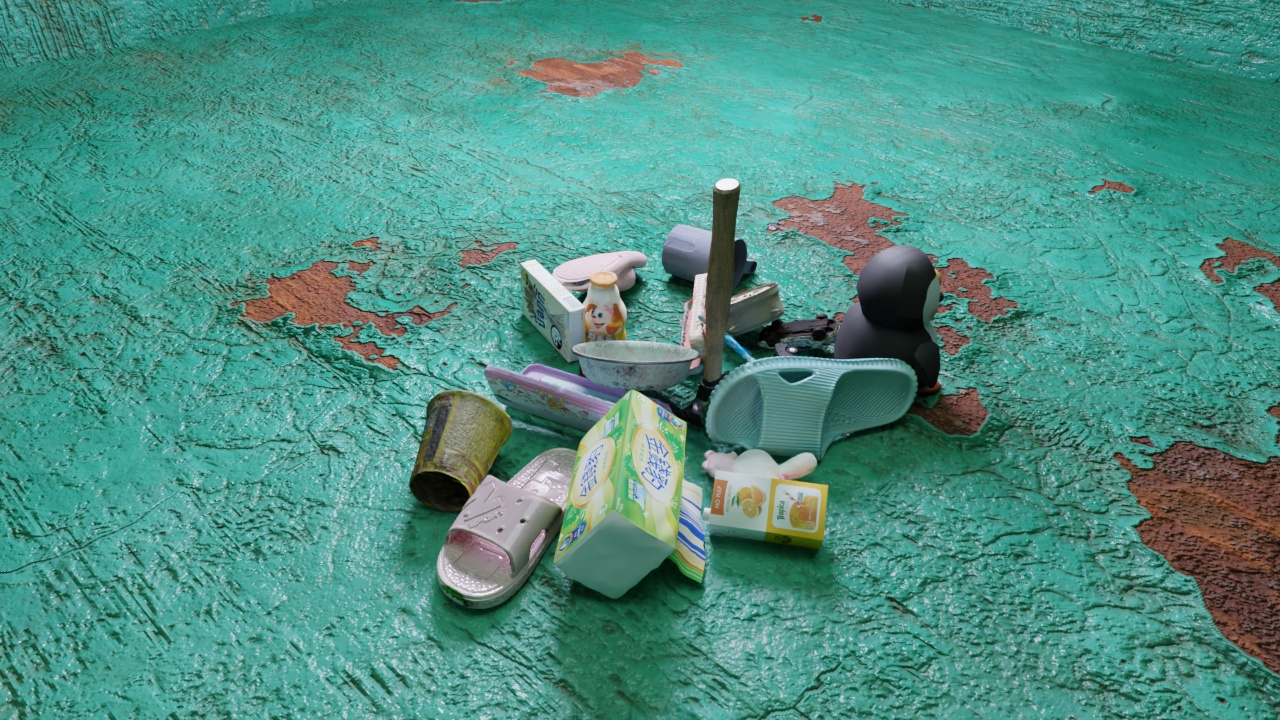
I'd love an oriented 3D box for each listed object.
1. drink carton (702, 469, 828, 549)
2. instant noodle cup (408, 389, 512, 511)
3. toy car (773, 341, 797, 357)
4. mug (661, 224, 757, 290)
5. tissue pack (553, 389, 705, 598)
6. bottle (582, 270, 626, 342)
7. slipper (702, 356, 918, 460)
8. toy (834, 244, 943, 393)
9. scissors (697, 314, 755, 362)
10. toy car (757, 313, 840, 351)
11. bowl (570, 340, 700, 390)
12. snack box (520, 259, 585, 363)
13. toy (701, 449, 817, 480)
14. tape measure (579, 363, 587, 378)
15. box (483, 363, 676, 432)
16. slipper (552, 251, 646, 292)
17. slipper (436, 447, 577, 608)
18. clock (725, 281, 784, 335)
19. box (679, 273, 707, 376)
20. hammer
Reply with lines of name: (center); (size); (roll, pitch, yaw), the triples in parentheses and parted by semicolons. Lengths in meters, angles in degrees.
drink carton: (0.129, 0.155, 0.953); (0.122, 0.040, 0.058); (7, 66, 8)
instant noodle cup: (-0.201, 0.102, 1.002); (0.102, 0.102, 0.108); (6, 44, 7)
toy car: (0.188, 0.016, 1.172); (0.037, 0.040, 0.092); (-5, 38, -9)
mug: (0.106, -0.156, 1.397); (0.104, 0.084, 0.123); (21, 15, 28)
tissue pack: (0.009, 0.148, 0.936); (0.141, 0.121, 0.197); (34, 39, -17)
bottle: (-0.049, -0.065, 1.223); (0.063, 0.109, 0.063); (1, 35, -1)
slipper: (0.208, 0.052, 1.064); (0.276, 0.116, 0.069); (-4, 22, -15)
toy: (0.308, -0.053, 1.147); (0.140, 0.184, 0.159); (-13, 36, -21)
scissors: (0.117, -0.026, 1.191); (0.140, 0.013, 0.113); (36, 12, -23)
toy car: (0.216, -0.033, 1.252); (0.113, 0.040, 0.048); (-5, 31, 23)
bowl: (-0.007, 0.007, 1.124); (0.157, 0.038, 0.157); (2, 10, -1)
snack box: (-0.121, -0.069, 1.251); (0.026, 0.082, 0.150); (-17, 39, -26)
toy: (0.130, 0.127, 1.016); (0.125, 0.037, 0.075); (7, 44, 13)
tape measure: (-0.050, 0.009, 1.195); (0.059, 0.019, 0.051); (16, 37, 19)
box: (-0.074, 0.054, 1.095); (0.214, 0.062, 0.140); (16, 3, 20)
slipper: (-0.055, -0.126, 1.329); (0.107, 0.056, 0.221); (-3, 12, 20)
slipper: (-0.127, 0.153, 0.950); (0.094, 0.064, 0.238); (17, 36, 21)
clock: (0.153, -0.069, 1.267); (0.093, 0.054, 0.140); (-22, 7, 7)
box: (0.075, -0.054, 1.246); (0.054, 0.077, 0.186); (33, 31, -14)
hammer: (0.085, -0.057, 1.042); (0.040, 0.306, 0.132); (19, 39, 24)
